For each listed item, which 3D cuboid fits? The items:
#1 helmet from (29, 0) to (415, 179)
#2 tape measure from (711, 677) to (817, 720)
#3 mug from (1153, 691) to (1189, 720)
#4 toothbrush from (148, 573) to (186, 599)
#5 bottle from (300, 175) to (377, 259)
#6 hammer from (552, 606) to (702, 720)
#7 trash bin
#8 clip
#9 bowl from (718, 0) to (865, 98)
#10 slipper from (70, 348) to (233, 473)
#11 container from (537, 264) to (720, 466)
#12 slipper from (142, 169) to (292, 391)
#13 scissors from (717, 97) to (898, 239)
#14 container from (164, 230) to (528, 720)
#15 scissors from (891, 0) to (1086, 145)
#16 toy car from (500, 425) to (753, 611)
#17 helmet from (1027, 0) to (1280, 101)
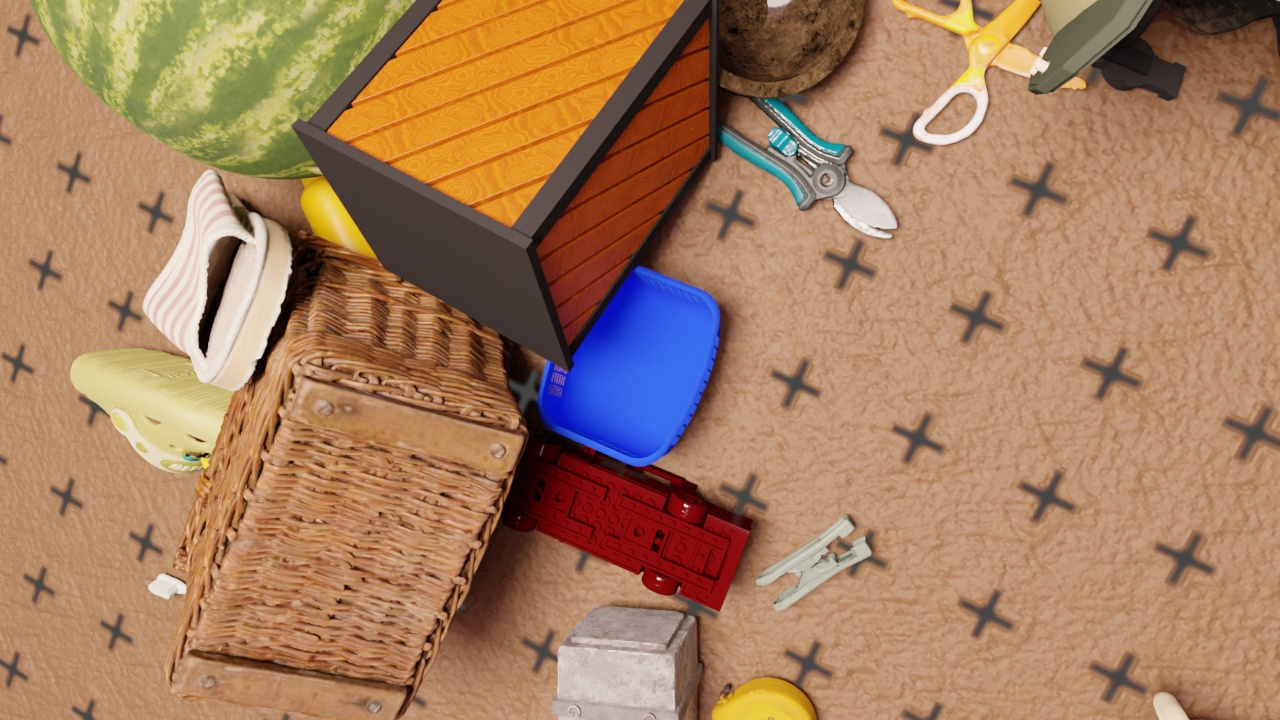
[{"bbox_3d":[-0.226,-0.230,0.552,0.247,0.212,0.243,-37,102,16],"label":"helmet"},{"bbox_3d":[0.085,0.238,0.600,0.059,0.030,0.068,-38,87,14],"label":"tape measure"},{"bbox_3d":[0.312,0.240,0.505,0.096,0.099,0.120,-23,86,17],"label":"mug"},{"bbox_3d":[-0.299,0.203,0.706,0.187,0.017,0.012,18,118,13],"label":"toothbrush"},{"bbox_3d":[-0.202,-0.081,0.645,0.043,0.043,0.143,-26,87,15],"label":"bottle"},{"bbox_3d":[-0.034,0.264,0.481,0.079,0.325,0.177,1,94,14],"label":"hammer"},{"bbox_3d":[-0.060,-0.121,0.515,0.140,0.140,0.171,29,71,15],"label":"trash bin"},{"bbox_3d":[0.111,0.131,0.590,0.076,0.023,0.044,-36,83,12],"label":"clip"},{"bbox_3d":[0.067,-0.217,0.551,0.121,0.056,0.121,-2,100,-12],"label":"bowl"},{"bbox_3d":[-0.332,0.045,0.668,0.191,0.091,0.082,17,100,16],"label":"slipper"},{"bbox_3d":[-0.003,0.003,0.584,0.096,0.058,0.114,22,88,12],"label":"container"},{"bbox_3d":[-0.276,-0.062,0.583,0.263,0.052,0.115,32,101,54],"label":"slipper"},{"bbox_3d":[0.099,-0.133,0.575,0.133,0.019,0.146,-3,93,16],"label":"scissors"},{"bbox_3d":[-0.173,0.080,0.550,0.162,0.183,0.250,20,101,-24],"label":"container"},{"bbox_3d":[0.202,-0.183,0.547,0.125,0.011,0.131,28,102,13],"label":"scissors"},{"bbox_3d":[-0.014,0.097,0.599,0.170,0.061,0.070,21,99,12],"label":"toy car"},{"bbox_3d":[0.307,-0.172,0.383,0.250,0.255,0.233,31,104,9],"label":"helmet"}]
